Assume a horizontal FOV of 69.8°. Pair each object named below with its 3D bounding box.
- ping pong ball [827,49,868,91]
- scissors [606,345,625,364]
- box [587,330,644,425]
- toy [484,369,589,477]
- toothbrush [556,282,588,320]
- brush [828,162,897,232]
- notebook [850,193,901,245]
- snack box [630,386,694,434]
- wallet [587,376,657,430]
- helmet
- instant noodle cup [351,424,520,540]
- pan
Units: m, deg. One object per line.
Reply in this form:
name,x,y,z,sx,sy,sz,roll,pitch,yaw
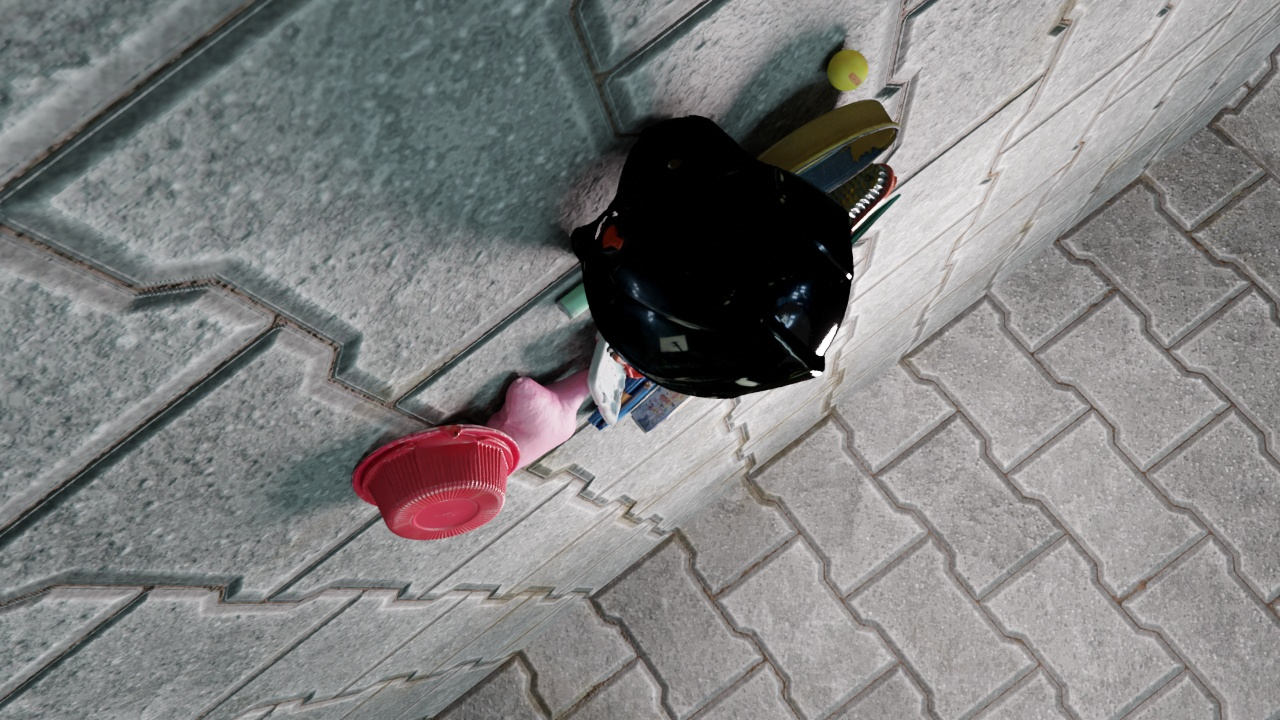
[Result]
ping pong ball,0.208,-0.292,0.923,0.040,0.040,0.040,-34,163,-12
scissors,0.023,-0.020,1.108,0.191,0.015,0.207,-33,159,-21
box,-0.017,0.000,1.182,0.154,0.073,0.201,-45,163,-9
toy,-0.131,0.071,1.141,0.194,0.074,0.179,-35,152,-24
toothbrush,0.005,-0.119,0.989,0.224,0.027,0.026,-37,177,-1
brush,0.289,-0.211,1.259,0.146,0.063,0.069,-45,147,19
notebook,0.279,-0.156,1.330,0.208,0.012,0.151,-43,-177,-32
snack box,0.091,0.021,1.426,0.183,0.046,0.177,-43,174,32
wallet,-0.012,0.048,1.377,0.133,0.040,0.106,-45,170,22
helmet,0.064,-0.075,0.857,0.275,0.229,0.233,-14,156,30
instant noodle cup,-0.227,0.150,1.052,0.193,0.065,0.194,-14,150,-9
pan,0.147,-0.165,1.061,0.359,0.078,0.197,-34,170,40
